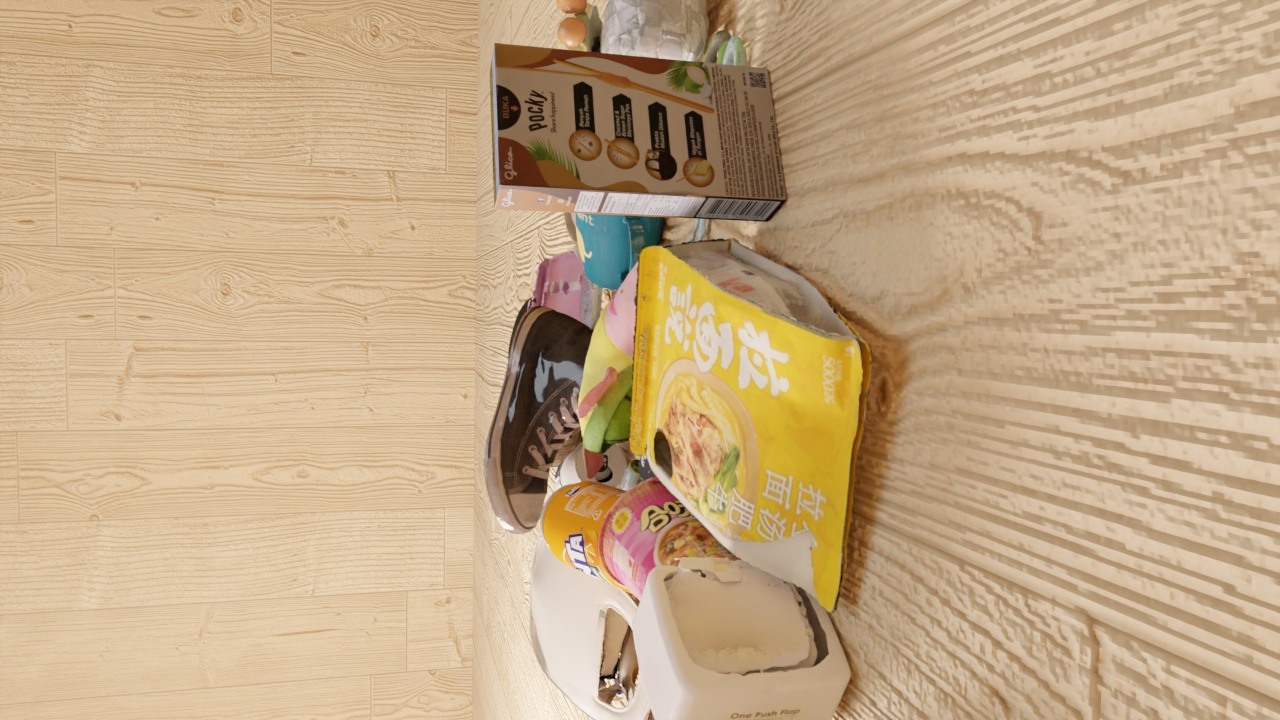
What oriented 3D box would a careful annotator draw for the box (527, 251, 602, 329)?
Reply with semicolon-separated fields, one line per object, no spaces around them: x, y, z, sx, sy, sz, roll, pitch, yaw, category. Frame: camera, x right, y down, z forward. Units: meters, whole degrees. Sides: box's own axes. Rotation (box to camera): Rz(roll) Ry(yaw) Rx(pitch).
-0.073;-0.070;1.073;0.150;0.073;0.201;-34;38;34;box

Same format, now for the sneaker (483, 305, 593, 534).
-0.078;0.068;0.930;0.095;0.120;0.234;25;-102;-59;sneaker

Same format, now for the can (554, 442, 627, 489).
-0.054;0.125;1.019;0.128;0.064;0.064;132;136;-68;can

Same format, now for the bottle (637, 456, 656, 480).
0.028;0.061;0.753;0.047;0.047;0.113;-106;22;-45;bottle

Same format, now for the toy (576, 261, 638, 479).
-0.005;0.005;0.786;0.189;0.088;0.239;-55;-9;-53;toy

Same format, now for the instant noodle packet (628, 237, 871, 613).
0.069;0.029;0.570;0.221;0.084;0.163;-135;45;-60;instant noodle packet

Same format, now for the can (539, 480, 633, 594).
-0.021;0.151;0.791;0.143;0.079;0.079;6;96;52;can

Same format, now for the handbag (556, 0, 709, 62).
-0.011;-0.265;0.756;0.172;0.123;0.112;141;134;-78;handbag

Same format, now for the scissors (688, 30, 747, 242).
0.055;-0.170;0.725;0.078;0.032;0.176;-117;34;-53;scissors

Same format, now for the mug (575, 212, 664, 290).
-0.017;-0.115;0.854;0.112;0.084;0.104;-112;20;-48;mug

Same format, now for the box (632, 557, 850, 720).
0.058;0.159;0.533;0.102;0.107;0.076;-109;27;-52;box

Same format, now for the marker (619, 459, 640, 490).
-0.019;0.148;0.981;0.147;0.017;0.017;110;156;-50;marker

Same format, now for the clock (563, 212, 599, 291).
-0.037;-0.151;0.963;0.103;0.061;0.157;21;107;61;clock

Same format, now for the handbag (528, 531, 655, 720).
-0.024;0.258;0.901;0.199;0.092;0.201;36;126;47;handbag

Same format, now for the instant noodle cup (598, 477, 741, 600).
0.033;0.151;0.664;0.108;0.097;0.098;-141;52;-61;instant noodle cup

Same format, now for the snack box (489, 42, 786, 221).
-0.003;-0.147;0.601;0.032;0.186;0.101;129;139;-67;snack box

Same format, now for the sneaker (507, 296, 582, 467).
-0.120;0.010;1.186;0.143;0.101;0.237;119;143;-68;sneaker
